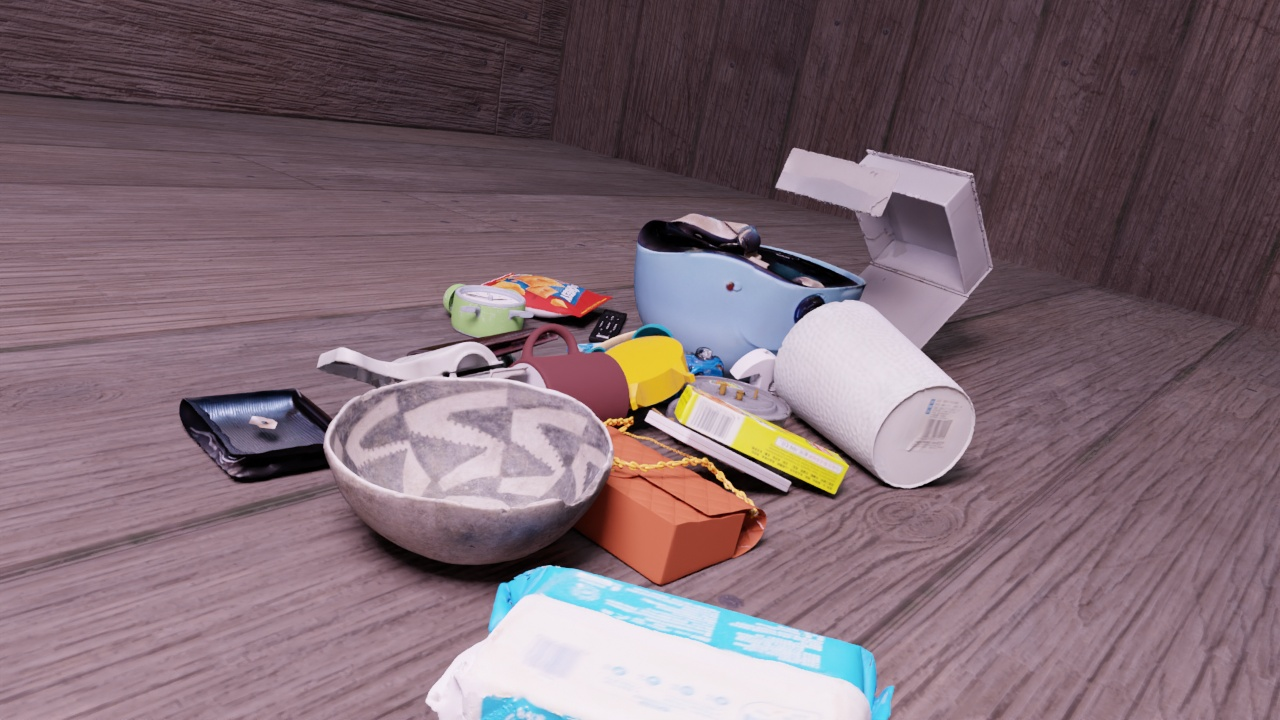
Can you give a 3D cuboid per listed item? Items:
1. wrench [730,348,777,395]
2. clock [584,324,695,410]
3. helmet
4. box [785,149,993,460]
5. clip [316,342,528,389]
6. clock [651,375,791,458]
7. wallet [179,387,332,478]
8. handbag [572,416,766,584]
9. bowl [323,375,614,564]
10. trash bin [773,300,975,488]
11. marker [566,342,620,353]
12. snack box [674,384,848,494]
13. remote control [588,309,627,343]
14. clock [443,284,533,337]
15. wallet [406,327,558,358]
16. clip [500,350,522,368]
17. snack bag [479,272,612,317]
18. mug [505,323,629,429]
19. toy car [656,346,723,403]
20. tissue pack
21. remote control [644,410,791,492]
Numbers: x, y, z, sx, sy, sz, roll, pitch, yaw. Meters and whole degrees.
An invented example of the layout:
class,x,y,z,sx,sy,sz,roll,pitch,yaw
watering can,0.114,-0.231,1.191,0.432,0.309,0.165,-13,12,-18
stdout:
class,x,y,z,sx,sy,sz,roll,pitch,yaw
wrench,0.200,0.024,0.993,0.272,0.066,0.018,3,34,-37
clock,-0.005,0.005,0.843,0.099,0.044,0.129,-24,28,-14
helmet,0.115,-0.065,1.031,0.265,0.167,0.225,1,22,-22
box,0.312,-0.067,1.213,0.171,0.380,0.167,17,9,-43
clip,-0.178,0.016,0.731,0.143,0.075,0.125,-7,-4,-38
clock,0.072,0.049,0.835,0.147,0.056,0.104,1,19,-34
wallet,-0.272,0.051,0.669,0.089,0.026,0.115,-6,23,-43
handbag,-0.005,0.086,0.671,0.172,0.060,0.108,25,19,39
bowl,-0.109,0.079,0.586,0.178,0.081,0.178,8,21,-3
trash bin,0.221,0.033,0.865,0.133,0.133,0.161,3,24,-22
marker,-0.028,-0.018,1.057,0.141,0.013,0.013,-6,24,-43
snack box,0.101,0.066,0.770,0.148,0.029,0.040,25,6,-7
remote control,-0.039,-0.042,1.132,0.030,0.009,0.140,11,17,2
clock,-0.175,-0.058,1.045,0.094,0.043,0.119,6,18,-19
wallet,-0.148,-0.009,0.857,0.099,0.031,0.120,-18,6,-42
clip,-0.122,0.006,0.911,0.045,0.023,0.076,4,16,-15
snack bag,-0.122,-0.081,1.157,0.144,0.039,0.130,14,17,12
mug,-0.069,0.017,0.779,0.082,0.105,0.073,-6,-21,-42
toy car,0.024,0.018,0.914,0.120,0.056,0.043,1,44,-12
tissue pack,0.010,0.160,0.430,0.209,0.066,0.116,13,18,13
remote control,0.064,0.074,0.730,0.135,0.011,0.050,29,-2,-40
